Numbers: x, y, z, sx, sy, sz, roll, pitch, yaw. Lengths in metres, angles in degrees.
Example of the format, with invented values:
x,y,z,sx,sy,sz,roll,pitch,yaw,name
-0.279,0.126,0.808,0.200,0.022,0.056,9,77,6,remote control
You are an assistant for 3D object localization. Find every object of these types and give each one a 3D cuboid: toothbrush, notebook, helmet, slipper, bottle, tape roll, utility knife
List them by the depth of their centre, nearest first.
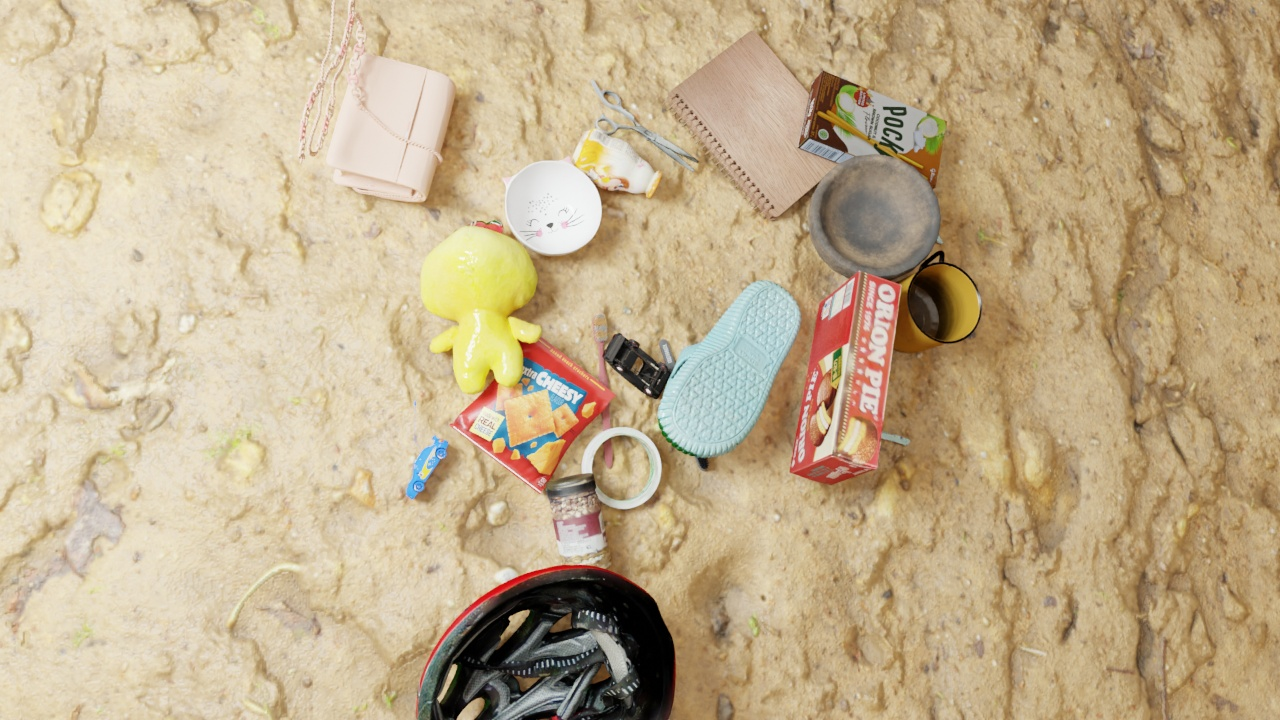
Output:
x,y,z,sx,sy,sz,roll,pitch,yaw,name
-0.097,0.328,0.940,0.271,0.167,0.217,-24,86,-16,helmet
-0.069,0.183,1.025,0.056,0.056,0.105,-12,91,-15,bottle
-0.022,0.125,1.070,0.093,0.018,0.093,2,84,-16,tape roll
-0.043,0.035,1.089,0.015,0.016,0.184,-2,82,-16,toothbrush
0.107,0.011,1.103,0.116,0.070,0.275,39,59,-4,slipper
0.052,0.053,1.109,0.012,0.013,0.167,-16,81,-16,toothbrush
-0.028,-0.236,1.117,0.109,0.063,0.063,25,75,-7,bottle
0.273,0.083,1.153,0.148,0.015,0.022,14,70,-13,utility knife
0.154,-0.304,1.195,0.168,0.022,0.210,-41,90,-18,notebook

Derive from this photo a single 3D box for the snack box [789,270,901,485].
x,y,z,sx,sy,sz,roll,pitch,yaw,name
0.244,0.023,1.093,0.060,0.113,0.236,18,69,-10,snack box

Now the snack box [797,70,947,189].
x,y,z,sx,sy,sz,roll,pitch,yaw,name
0.306,-0.297,1.203,0.186,0.032,0.101,18,73,-11,snack box

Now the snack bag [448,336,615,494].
x,y,z,sx,sy,sz,roll,pitch,yaw,name
-0.123,0.057,1.052,0.131,0.039,0.144,38,78,-4,snack bag

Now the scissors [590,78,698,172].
x,y,z,sx,sy,sz,roll,pitch,yaw,name
0.003,-0.298,1.162,0.159,0.014,0.120,7,61,-25,scissors

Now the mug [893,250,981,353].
x,y,z,sx,sy,sz,roll,pitch,yaw,name
0.361,-0.074,1.160,0.100,0.094,0.123,12,78,-12,mug

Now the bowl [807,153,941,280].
x,y,z,sx,sy,sz,roll,pitch,yaw,name
0.290,-0.173,1.163,0.162,0.070,0.162,0,79,-1,bowl

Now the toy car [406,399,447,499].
x,y,z,sx,sy,sz,roll,pitch,yaw,name
-0.250,0.100,1.015,0.062,0.033,0.091,36,74,-12,toy car

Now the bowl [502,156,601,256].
x,y,z,sx,sy,sz,roll,pitch,yaw,name
-0.106,-0.175,1.094,0.114,0.051,0.114,2,79,-13,bowl

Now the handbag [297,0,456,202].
x,y,z,sx,sy,sz,roll,pitch,yaw,name
-0.277,-0.270,1.001,0.116,0.187,0.198,12,72,-4,handbag

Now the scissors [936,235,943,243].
x,y,z,sx,sy,sz,roll,pitch,yaw,name
0.354,-0.228,1.231,0.170,0.013,0.174,42,74,-2,scissors

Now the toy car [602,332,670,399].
x,y,z,sx,sy,sz,roll,pitch,yaw,name
-0.006,0.006,1.084,0.092,0.037,0.040,39,70,-30,toy car

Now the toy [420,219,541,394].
x,y,z,sx,sy,sz,roll,pitch,yaw,name
-0.180,-0.066,1.036,0.134,0.092,0.207,-9,84,-2,toy
